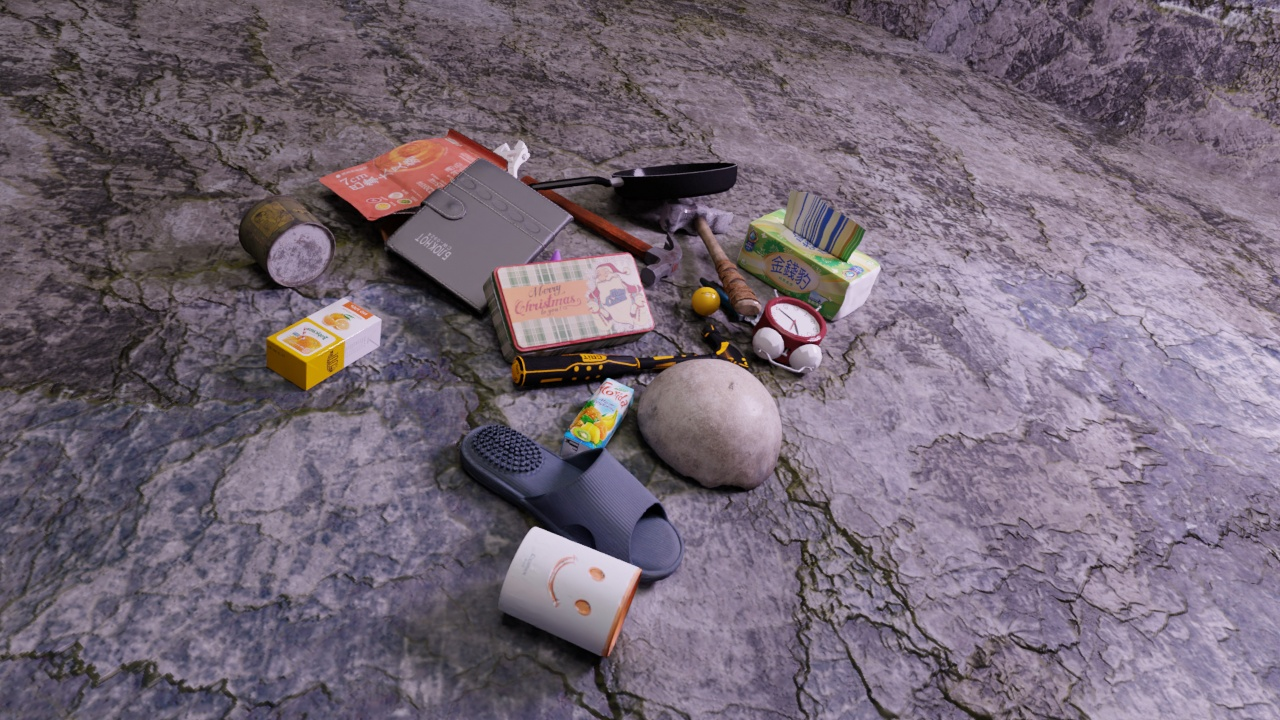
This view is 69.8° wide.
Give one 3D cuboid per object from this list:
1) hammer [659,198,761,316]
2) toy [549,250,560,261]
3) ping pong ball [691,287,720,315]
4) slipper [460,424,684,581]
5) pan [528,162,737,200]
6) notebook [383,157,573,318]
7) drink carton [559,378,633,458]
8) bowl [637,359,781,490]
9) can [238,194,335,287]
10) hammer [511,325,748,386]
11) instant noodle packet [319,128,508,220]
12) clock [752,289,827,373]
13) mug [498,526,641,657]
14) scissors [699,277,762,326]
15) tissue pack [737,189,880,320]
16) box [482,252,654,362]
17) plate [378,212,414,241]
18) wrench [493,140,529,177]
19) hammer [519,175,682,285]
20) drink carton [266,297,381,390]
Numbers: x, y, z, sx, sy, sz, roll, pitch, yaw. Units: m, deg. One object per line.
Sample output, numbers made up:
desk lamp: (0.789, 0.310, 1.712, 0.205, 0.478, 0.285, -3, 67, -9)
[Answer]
hammer: (0.118, -0.155, 1.369, 0.121, 0.049, 0.318, 7, 31, -18)
toy: (-0.122, -0.101, 1.217, 0.106, 0.056, 0.087, 13, 46, 14)
ping pong ball: (0.092, -0.083, 1.290, 0.040, 0.040, 0.040, 10, 36, -8)
slipper: (-0.065, 0.120, 0.926, 0.264, 0.083, 0.101, 28, 35, 17)
pan: (-0.010, -0.278, 1.454, 0.354, 0.044, 0.204, -13, 18, -26)
notebook: (-0.215, -0.172, 1.224, 0.169, 0.030, 0.208, 35, 56, 5)
drink carton: (-0.047, 0.069, 1.036, 0.044, 0.039, 0.128, 23, 37, 10)
bowl: (0.092, 0.055, 1.056, 0.178, 0.081, 0.178, 14, 40, -13)
can: (-0.435, -0.148, 1.130, 0.089, 0.090, 0.074, -23, 51, -41)
hammer: (-0.007, 0.007, 1.142, 0.320, 0.036, 0.123, -4, 42, -29)
instant noodle packet: (-0.324, -0.257, 1.315, 0.220, 0.084, 0.164, -21, 42, -37)
clock: (0.204, -0.034, 1.253, 0.096, 0.048, 0.137, 20, 41, -2)
mug: (-0.062, 0.204, 0.815, 0.105, 0.082, 0.082, 21, 36, 8)
scissors: (0.144, -0.084, 1.330, 0.126, 0.019, 0.144, 15, 38, -3)
tissue pack: (0.263, -0.173, 1.388, 0.198, 0.142, 0.120, 31, 39, 20)
box: (-0.087, -0.069, 1.156, 0.205, 0.050, 0.117, -9, 73, -31)
plate: (-0.291, -0.160, 1.257, 0.131, 0.025, 0.131, 10, 36, -8)
wrench: (-0.204, -0.266, 1.420, 0.066, 0.018, 0.272, -19, 41, 10)
hammer: (-0.067, -0.211, 1.410, 0.301, 0.028, 0.110, 32, 40, 21)
drink carton: (-0.353, -0.022, 1.037, 0.058, 0.040, 0.122, 28, 38, 16)
